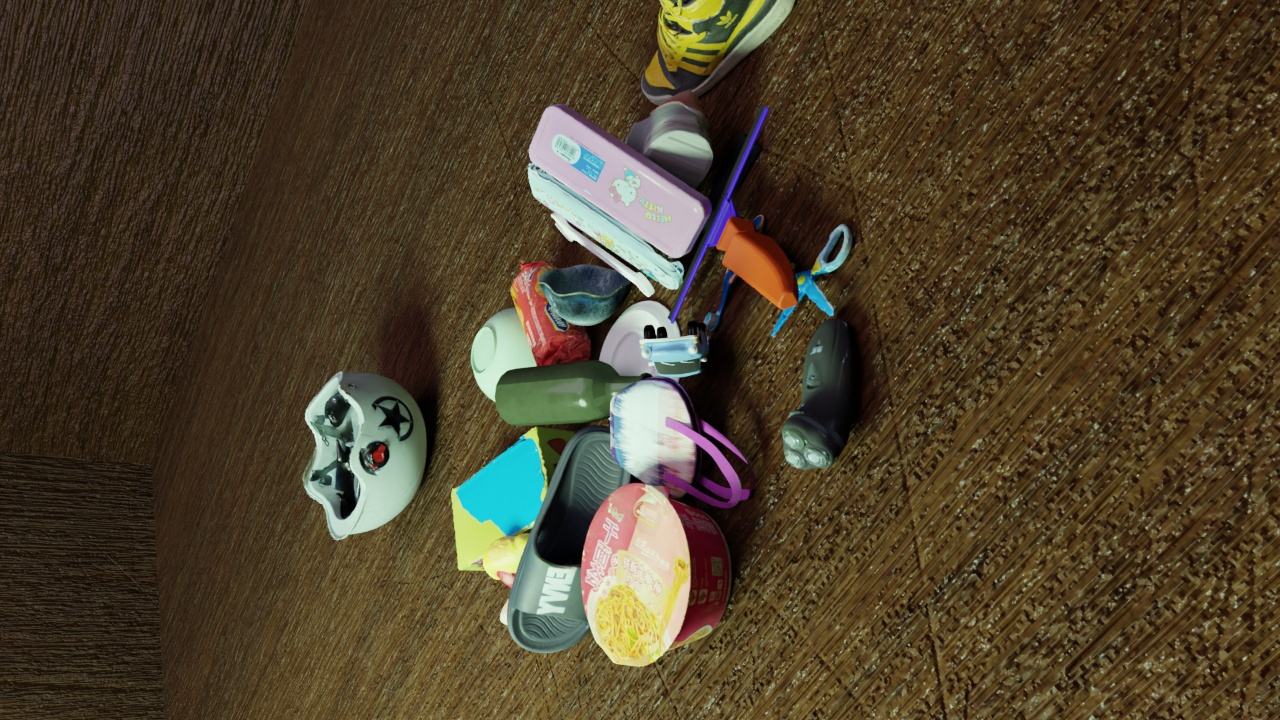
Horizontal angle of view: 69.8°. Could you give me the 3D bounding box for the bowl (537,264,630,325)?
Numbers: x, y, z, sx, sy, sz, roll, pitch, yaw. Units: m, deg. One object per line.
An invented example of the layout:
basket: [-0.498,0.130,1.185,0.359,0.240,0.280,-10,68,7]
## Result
bowl: [-0.068,-0.077,1.124,0.110,0.110,0.055,35,132,51]

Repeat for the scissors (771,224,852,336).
scissors: [0.160,-0.079,0.878,0.131,0.013,0.125,-56,34,23]

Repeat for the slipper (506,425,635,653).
slipper: [-0.070,0.205,1.022,0.083,0.110,0.268,-170,98,-86]

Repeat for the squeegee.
squeegee: [0.111,-0.100,0.896,0.184,0.055,0.250,-115,42,-55]

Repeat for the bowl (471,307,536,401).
bowl: [-0.184,-0.007,1.266,0.151,0.077,0.150,-19,66,50]

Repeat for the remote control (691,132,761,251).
remote control: [0.086,-0.183,1.005,0.137,0.015,0.032,-59,41,24]

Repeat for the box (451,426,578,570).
box: [-0.152,0.182,1.175,0.222,0.082,0.124,-37,54,38]

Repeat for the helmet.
helmet: [-0.429,0.151,1.477,0.237,0.163,0.263,-31,63,49]

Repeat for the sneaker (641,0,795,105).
sneaker: [0.050,-0.372,1.016,0.239,0.122,0.086,-28,58,45]

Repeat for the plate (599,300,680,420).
plate: [-0.006,0.006,1.079,0.157,0.014,0.156,-17,68,50]

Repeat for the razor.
razor: [0.158,0.027,0.815,0.053,0.063,0.140,-13,59,50]

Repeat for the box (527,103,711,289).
box: [-0.031,-0.171,1.005,0.214,0.050,0.149,35,145,11]

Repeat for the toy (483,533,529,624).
toy: [-0.135,0.264,1.119,0.067,0.105,0.137,-90,-4,-59]

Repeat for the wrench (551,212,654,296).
wrench: [-0.051,-0.135,1.140,0.009,0.047,0.273,-39,36,-7]

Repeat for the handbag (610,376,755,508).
handbag: [0.047,0.094,0.943,0.170,0.067,0.145,30,131,42]

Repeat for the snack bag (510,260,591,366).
snack bag: [-0.113,-0.052,1.186,0.082,0.082,0.176,-51,45,32]

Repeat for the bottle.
bottle: [-0.075,0.037,1.075,0.207,0.071,0.071,-6,76,35]

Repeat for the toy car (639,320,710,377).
toy car: [0.038,-0.010,0.924,0.056,0.153,0.055,-5,90,10]

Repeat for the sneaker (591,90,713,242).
sneaker: [0.010,-0.220,1.052,0.237,0.099,0.089,-38,36,53]

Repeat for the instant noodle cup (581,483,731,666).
instant noodle cup: [0.021,0.217,0.937,0.179,0.077,0.178,-16,70,50]

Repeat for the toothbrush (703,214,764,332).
toothbrush: [0.097,-0.091,0.966,0.021,0.017,0.135,40,113,45]
